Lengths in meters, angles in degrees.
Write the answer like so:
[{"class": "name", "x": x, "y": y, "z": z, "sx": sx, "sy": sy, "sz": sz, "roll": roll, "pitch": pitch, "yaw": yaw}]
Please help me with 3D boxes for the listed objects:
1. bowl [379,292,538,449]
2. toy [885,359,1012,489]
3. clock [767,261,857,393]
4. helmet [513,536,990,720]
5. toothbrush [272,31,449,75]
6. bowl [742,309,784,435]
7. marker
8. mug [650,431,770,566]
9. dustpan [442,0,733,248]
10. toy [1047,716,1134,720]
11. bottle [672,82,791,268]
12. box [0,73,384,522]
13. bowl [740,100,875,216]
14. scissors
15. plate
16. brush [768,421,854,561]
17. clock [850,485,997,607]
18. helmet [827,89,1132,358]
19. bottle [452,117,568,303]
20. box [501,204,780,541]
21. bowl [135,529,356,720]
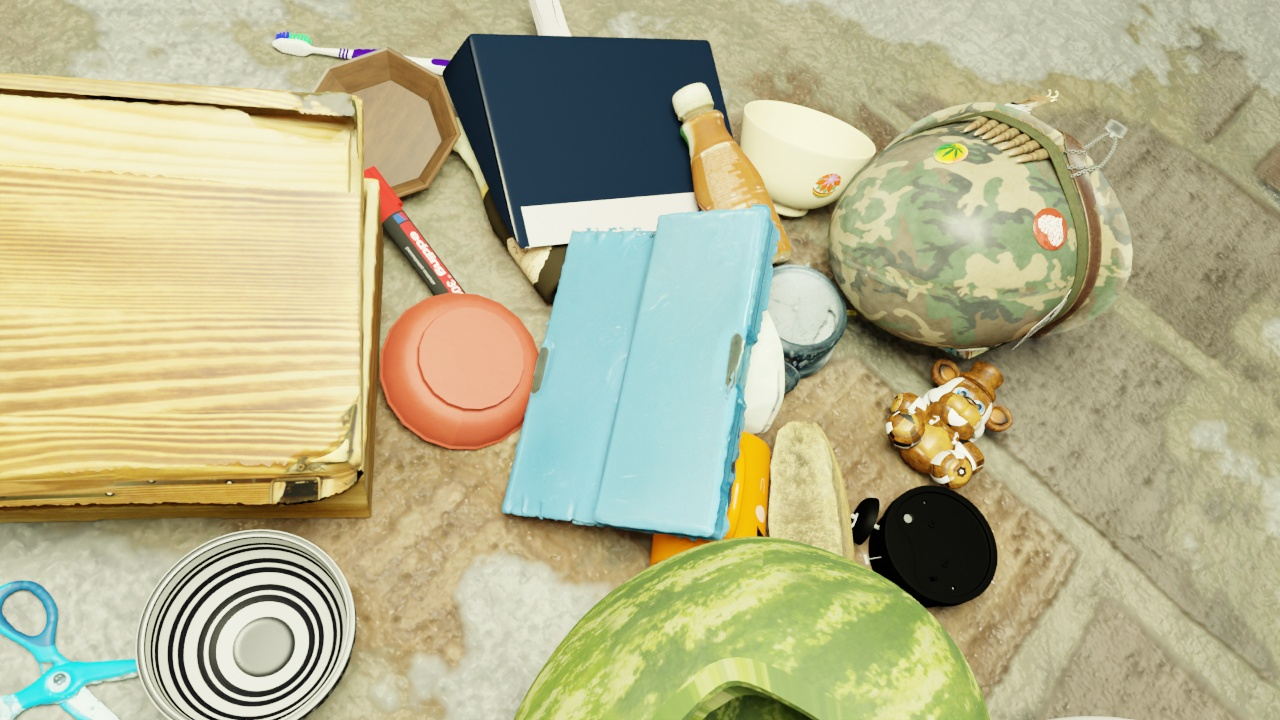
[{"class": "bowl", "x": -0.127, "y": 0.002, "z": 0.675, "sx": 0.122, "sy": 0.035, "sz": 0.122, "roll": 6, "pitch": 73, "yaw": -21}, {"class": "toy", "x": 0.250, "y": 0.046, "z": 0.738, "sx": 0.087, "sy": 0.067, "sz": 0.112, "roll": 43, "pitch": 75, "yaw": 10}, {"class": "clock", "x": 0.113, "y": -0.025, "z": 0.751, "sx": 0.129, "sy": 0.052, "sz": 0.090, "roll": -37, "pitch": 77, "yaw": -21}, {"class": "helmet", "x": 0.060, "y": 0.212, "z": 0.512, "sx": 0.247, "sy": 0.243, "sz": 0.213, "roll": -30, "pitch": 103, "yaw": 0}, {"class": "toothbrush", "x": -0.229, "y": -0.269, "z": 0.816, "sx": 0.186, "sy": 0.015, "sz": 0.016, "roll": 6, "pitch": 58, "yaw": -10}, {"class": "bowl", "x": 0.049, "y": 0.005, "z": 0.679, "sx": 0.061, "sy": 0.118, "sz": 0.117, "roll": -9, "pitch": 66, "yaw": -28}, {"class": "marker", "x": -0.174, "y": -0.088, "z": 0.718, "sx": 0.023, "sy": 0.021, "sz": 0.145, "roll": -37, "pitch": 88, "yaw": -3}, {"class": "mug", "x": 0.053, "y": 0.098, "z": 0.638, "sx": 0.077, "sy": 0.113, "sz": 0.095, "roll": 11, "pitch": 62, "yaw": -4}, {"class": "dustpan", "x": -0.047, "y": -0.229, "z": 0.794, "sx": 0.235, "sy": 0.080, "sz": 0.273, "roll": -11, "pitch": 87, "yaw": -33}, {"class": "toy", "x": 0.284, "y": 0.335, "z": 0.491, "sx": 0.280, "sy": 0.267, "sz": 0.262, "roll": 19, "pitch": 62, "yaw": -22}, {"class": "bottle", "x": 0.071, "y": -0.151, "z": 0.768, "sx": 0.059, "sy": 0.059, "sz": 0.167, "roll": -20, "pitch": 85, "yaw": -21}, {"class": "box", "x": -0.308, "y": -0.023, "z": 0.564, "sx": 0.279, "sy": 0.221, "sz": 0.258, "roll": 1, "pitch": 65, "yaw": -14}, {"class": "bowl", "x": 0.136, "y": -0.170, "z": 0.807, "sx": 0.118, "sy": 0.074, "sz": 0.117, "roll": 12, "pitch": 33, "yaw": -8}, {"class": "scissors", "x": -0.360, "y": 0.185, "z": 0.561, "sx": 0.137, "sy": 0.012, "sz": 0.127, "roll": -7, "pitch": 64, "yaw": -13}, {"class": "plate", "x": -0.212, "y": -0.187, "z": 0.752, "sx": 0.131, "sy": 0.025, "sz": 0.131, "roll": 0, "pitch": 83, "yaw": 0}, {"class": "brush", "x": 0.122, "y": 0.135, "z": 0.663, "sx": 0.059, "sy": 0.043, "sz": 0.195, "roll": -8, "pitch": 65, "yaw": 20}, {"class": "clock", "x": 0.205, "y": 0.144, "z": 0.690, "sx": 0.120, "sy": 0.043, "sz": 0.091, "roll": -6, "pitch": 65, "yaw": -15}, {"class": "helmet", "x": 0.274, "y": -0.102, "z": 0.735, "sx": 0.224, "sy": 0.193, "sz": 0.235, "roll": 18, "pitch": 37, "yaw": 30}, {"class": "bottle", "x": -0.109, "y": -0.130, "z": 0.755, "sx": 0.045, "sy": 0.045, "sz": 0.184, "roll": -30, "pitch": 73, "yaw": -24}, {"class": "box", "x": -0.004, "y": 0.004, "z": 0.637, "sx": 0.175, "sy": 0.033, "sz": 0.231, "roll": 0, "pitch": 68, "yaw": 29}, {"class": "bowl", "x": -0.235, "y": 0.171, "z": 0.563, "sx": 0.120, "sy": 0.066, "sz": 0.120, "roll": 5, "pitch": 63, "yaw": -10}]
